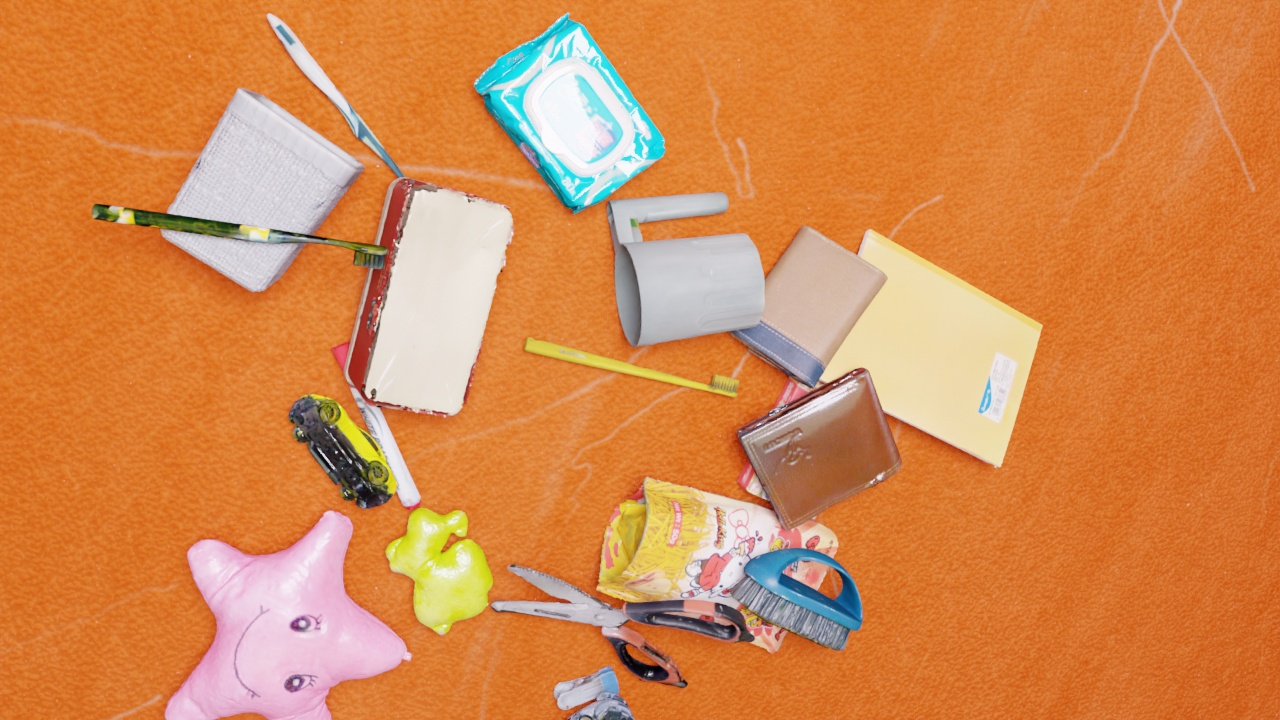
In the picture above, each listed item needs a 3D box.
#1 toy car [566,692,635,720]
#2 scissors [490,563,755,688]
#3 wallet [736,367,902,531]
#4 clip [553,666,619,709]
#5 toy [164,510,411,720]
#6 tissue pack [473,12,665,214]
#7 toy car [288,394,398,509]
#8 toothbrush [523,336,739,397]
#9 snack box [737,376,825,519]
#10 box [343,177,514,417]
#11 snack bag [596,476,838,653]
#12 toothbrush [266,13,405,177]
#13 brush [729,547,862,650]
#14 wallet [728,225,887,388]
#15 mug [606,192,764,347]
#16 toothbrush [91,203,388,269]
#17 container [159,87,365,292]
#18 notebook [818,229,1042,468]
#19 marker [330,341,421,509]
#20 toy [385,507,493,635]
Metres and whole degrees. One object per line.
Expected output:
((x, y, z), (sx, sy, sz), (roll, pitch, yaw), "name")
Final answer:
((-0.058, 0.342, 0.808), (0.121, 0.036, 0.054), (-44, 129, 6), "toy car")
((-0.013, 0.224, 0.779), (0.189, 0.015, 0.226), (-20, 126, 21), "scissors")
((0.154, 0.075, 0.781), (0.124, 0.032, 0.101), (-28, 109, 1), "wallet")
((-0.048, 0.292, 0.815), (0.057, 0.036, 0.025), (-16, 105, -14), "clip")
((-0.267, 0.209, 0.718), (0.178, 0.074, 0.194), (12, 96, -15), "toy")
((-0.053, -0.189, 0.710), (0.093, 0.050, 0.133), (-40, 106, -3), "tissue pack")
((-0.231, 0.069, 0.719), (0.048, 0.032, 0.105), (-28, 104, 35), "toy car")
((-0.005, 0.005, 0.775), (0.190, 0.016, 0.016), (13, 92, -15), "toothbrush")
((0.154, 0.059, 0.816), (0.075, 0.025, 0.153), (25, 93, -17), "snack box")
((-0.155, -0.045, 0.687), (0.091, 0.078, 0.168), (11, 100, -31), "box")
((0.070, 0.179, 0.806), (0.207, 0.073, 0.128), (23, 93, -23), "snack bag")
((-0.217, -0.177, 0.692), (0.018, 0.016, 0.191), (-36, 106, 6), "toothbrush")
((0.143, 0.199, 0.785), (0.143, 0.055, 0.073), (32, 90, -35), "brush")
((0.140, -0.046, 0.777), (0.090, 0.033, 0.115), (35, 91, 20), "wallet")
((0.034, -0.077, 0.743), (0.103, 0.084, 0.124), (-8, 77, -13), "mug")
((-0.264, -0.082, 0.612), (0.185, 0.012, 0.017), (7, 114, -12), "toothbrush")
((-0.269, -0.118, 0.654), (0.090, 0.090, 0.114), (34, 94, -16), "container")
((0.263, -0.009, 0.820), (0.206, 0.010, 0.145), (24, 79, -17), "notebook")
((-0.210, 0.054, 0.734), (0.017, 0.017, 0.145), (-22, 104, -9), "marker")
((-0.162, 0.173, 0.759), (0.100, 0.031, 0.096), (36, 88, -16), "toy")
